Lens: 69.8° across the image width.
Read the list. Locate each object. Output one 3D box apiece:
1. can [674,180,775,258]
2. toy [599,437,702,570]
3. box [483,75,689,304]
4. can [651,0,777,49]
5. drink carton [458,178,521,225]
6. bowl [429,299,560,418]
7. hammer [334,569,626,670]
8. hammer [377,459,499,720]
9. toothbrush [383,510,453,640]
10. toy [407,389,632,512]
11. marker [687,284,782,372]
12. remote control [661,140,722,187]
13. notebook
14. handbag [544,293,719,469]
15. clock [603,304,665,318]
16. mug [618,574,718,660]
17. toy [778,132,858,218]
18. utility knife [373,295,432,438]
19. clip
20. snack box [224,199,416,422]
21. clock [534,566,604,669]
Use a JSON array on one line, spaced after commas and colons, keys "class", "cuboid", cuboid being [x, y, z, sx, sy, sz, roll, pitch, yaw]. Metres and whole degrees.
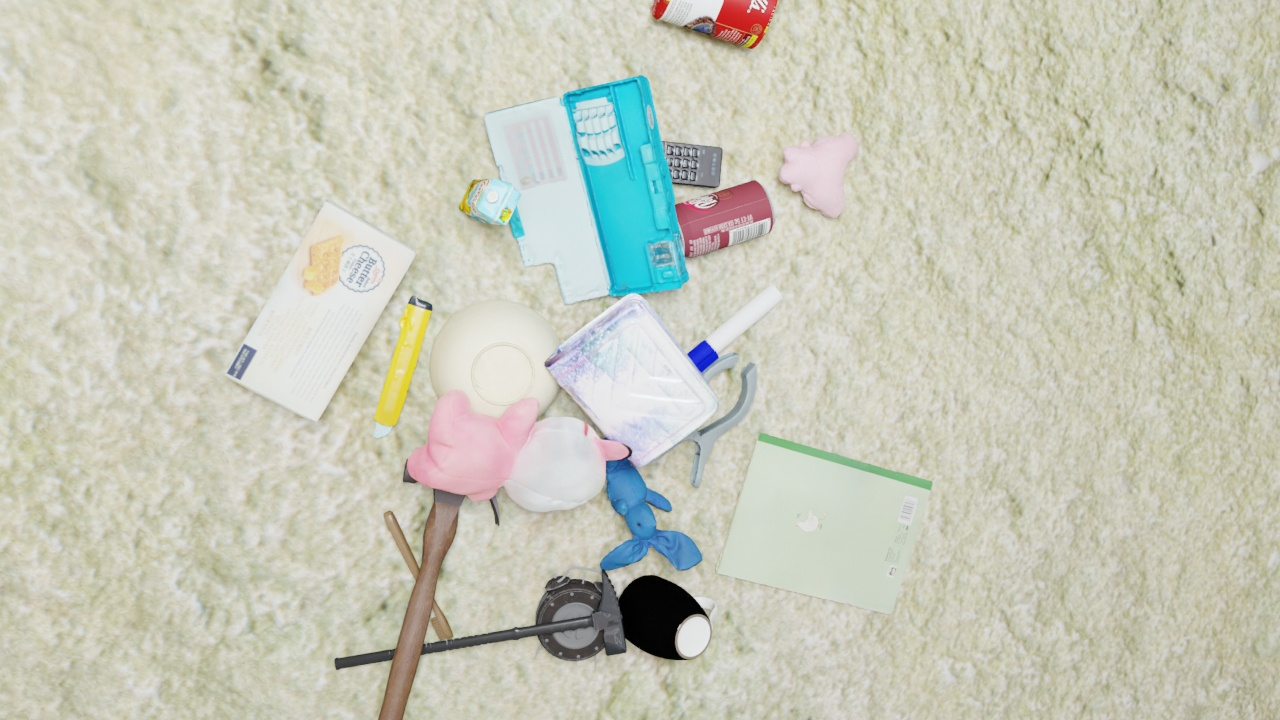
[{"class": "can", "cuboid": [0.091, -0.160, 1.039, 0.114, 0.063, 0.063, -19, 101, -10]}, {"class": "toy", "cuboid": [-0.010, 0.168, 1.050, 0.112, 0.071, 0.176, -21, 93, -22]}, {"class": "box", "cuboid": [-0.055, -0.178, 1.000, 0.185, 0.056, 0.227, -8, 109, 15]}, {"class": "can", "cuboid": [0.080, -0.398, 0.995, 0.116, 0.087, 0.086, 12, 94, -15]}, {"class": "drink carton", "cuboid": [-0.156, -0.165, 0.946, 0.038, 0.129, 0.044, 28, 90, -22]}, {"class": "bowl", "cuboid": [-0.152, 0.010, 0.998, 0.150, 0.075, 0.151, -2, 98, -13]}, {"class": "hammer", "cuboid": [-0.182, 0.307, 1.029, 0.325, 0.015, 0.095, -9, 94, -1]}, {"class": "hammer", "cuboid": [-0.238, 0.265, 1.001, 0.115, 0.033, 0.322, 16, 81, -15]}, {"class": "toothbrush", "cuboid": [-0.252, 0.244, 1.034, 0.016, 0.016, 0.167, -23, 102, -3]}, {"class": "toy", "cuboid": [-0.128, 0.106, 0.967, 0.213, 0.084, 0.142, 14, 129, -26]}, {"class": "marker", "cuboid": [0.111, -0.038, 1.078, 0.133, 0.027, 0.023, -40, 140, -6]}, {"class": "remote control", "cuboid": [0.017, -0.225, 1.037, 0.150, 0.022, 0.047, 4, 97, -12]}, {"class": "notebook", "cuboid": [0.234, 0.207, 1.147, 0.252, 0.010, 0.182, 16, 93, -15]}, {"class": "handbag", "cuboid": [-0.007, 0.022, 0.989, 0.126, 0.069, 0.158, -37, 102, 6]}, {"class": "clock", "cuboid": [-0.006, 0.006, 1.045, 0.096, 0.048, 0.137, -4, 97, -13]}, {"class": "mug", "cuboid": [0.046, 0.299, 1.062, 0.118, 0.100, 0.085, -4, 97, -33]}, {"class": "toy", "cuboid": [0.203, -0.220, 1.062, 0.095, 0.053, 0.099, 7, 100, -21]}, {"class": "utility knife", "cuboid": [-0.263, 0.009, 1.002, 0.030, 0.017, 0.163, 18, 92, -10]}, {"class": "clip", "cuboid": [0.066, 0.057, 1.080, 0.107, 0.028, 0.163, 29, 89, -14]}, {"class": "snack box", "cuboid": [-0.331, -0.051, 0.957, 0.104, 0.057, 0.208, 30, 90, -15]}, {"class": "clock", "cuboid": [-0.075, 0.295, 1.066, 0.091, 0.044, 0.123, 11, 94, -8]}]
